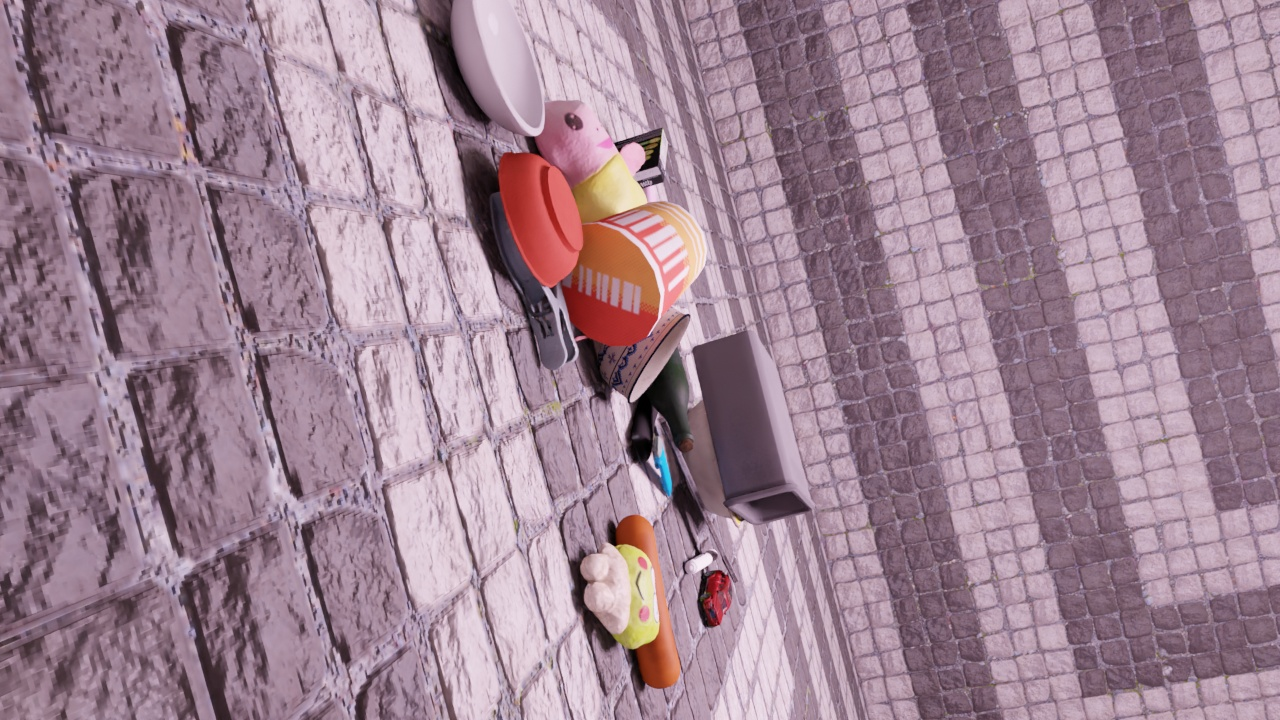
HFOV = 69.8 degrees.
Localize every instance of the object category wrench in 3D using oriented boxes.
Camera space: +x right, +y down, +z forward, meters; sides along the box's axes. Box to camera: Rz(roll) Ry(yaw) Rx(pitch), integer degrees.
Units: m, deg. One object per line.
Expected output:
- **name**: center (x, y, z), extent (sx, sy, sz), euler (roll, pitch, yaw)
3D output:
- **wrench**: center (0.077, 0.184, 1.190), extent (0.070, 0.010, 0.273), euler (-120, -174, -65)

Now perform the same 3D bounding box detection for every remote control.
- **remote control**: center (0.008, 0.073, 1.099), extent (0.151, 0.020, 0.041), euler (-74, 148, -68)

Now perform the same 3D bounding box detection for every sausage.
- **sausage**: center (0.006, 0.230, 0.880), extent (0.044, 0.039, 0.164), euler (46, 31, -75)

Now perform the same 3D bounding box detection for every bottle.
- **bottle**: center (0.034, 0.039, 1.101), extent (0.055, 0.055, 0.174), euler (61, 9, -46)

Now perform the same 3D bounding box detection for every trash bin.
- **trash bin**: center (0.155, 0.097, 1.256), extent (0.192, 0.098, 0.219), euler (44, 32, -64)

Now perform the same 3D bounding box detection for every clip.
- **clip**: center (-0.099, -0.074, 0.801), extent (0.143, 0.029, 0.172), euler (8, 67, -74)

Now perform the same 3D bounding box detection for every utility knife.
- **utility knife**: center (0.026, 0.127, 1.081), extent (0.158, 0.015, 0.031), euler (74, 15, -59)

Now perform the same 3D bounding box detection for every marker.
- **marker**: center (0.078, 0.261, 1.193), extent (0.133, 0.020, 0.017), euler (16, 75, -73)

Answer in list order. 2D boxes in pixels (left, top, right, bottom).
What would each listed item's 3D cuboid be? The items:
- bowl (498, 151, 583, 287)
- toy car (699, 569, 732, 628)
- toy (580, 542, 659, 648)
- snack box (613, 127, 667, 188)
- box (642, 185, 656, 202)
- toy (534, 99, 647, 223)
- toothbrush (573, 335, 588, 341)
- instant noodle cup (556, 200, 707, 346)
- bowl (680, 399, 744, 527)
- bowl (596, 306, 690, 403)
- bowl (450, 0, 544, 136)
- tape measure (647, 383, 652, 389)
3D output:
- **bowl**: center (-0.080, -0.126, 0.796), extent (0.122, 0.035, 0.122), euler (-15, 90, -77)
- **toy car**: center (0.098, 0.309, 1.195), extent (0.091, 0.036, 0.042), euler (-53, 128, -66)
- **toy**: center (-0.018, 0.203, 0.804), extent (0.115, 0.046, 0.092), euler (41, 39, -54)
- **snack box**: center (-0.006, -0.277, 1.279), extent (0.147, 0.080, 0.025), euler (-84, 155, -56)
- **box**: center (0.003, -0.196, 1.339), extent (0.086, 0.044, 0.202), euler (68, 14, -51)
- **toy**: center (-0.043, -0.171, 1.002), extent (0.238, 0.088, 0.189), euler (61, 42, -30)
- **toothbrush**: center (-0.050, -0.029, 0.984), extent (0.184, 0.015, 0.015), euler (-30, 109, -75)
- **instant noodle cup**: center (-0.004, -0.096, 0.911), extent (0.120, 0.124, 0.123), euler (-40, 117, -47)
- **bowl**: center (0.098, 0.143, 1.312), extent (0.188, 0.060, 0.218), euler (61, 19, -45)
- **bowl**: center (-0.003, -0.017, 0.985), extent (0.059, 0.115, 0.115), euler (34, 10, 9)
- **bowl**: center (-0.134, -0.269, 0.822), extent (0.149, 0.043, 0.149), euler (-14, 89, -77)
- **tape measure**: center (-0.006, 0.006, 1.070), extent (0.062, 0.038, 0.067), euler (4, 72, -77)
